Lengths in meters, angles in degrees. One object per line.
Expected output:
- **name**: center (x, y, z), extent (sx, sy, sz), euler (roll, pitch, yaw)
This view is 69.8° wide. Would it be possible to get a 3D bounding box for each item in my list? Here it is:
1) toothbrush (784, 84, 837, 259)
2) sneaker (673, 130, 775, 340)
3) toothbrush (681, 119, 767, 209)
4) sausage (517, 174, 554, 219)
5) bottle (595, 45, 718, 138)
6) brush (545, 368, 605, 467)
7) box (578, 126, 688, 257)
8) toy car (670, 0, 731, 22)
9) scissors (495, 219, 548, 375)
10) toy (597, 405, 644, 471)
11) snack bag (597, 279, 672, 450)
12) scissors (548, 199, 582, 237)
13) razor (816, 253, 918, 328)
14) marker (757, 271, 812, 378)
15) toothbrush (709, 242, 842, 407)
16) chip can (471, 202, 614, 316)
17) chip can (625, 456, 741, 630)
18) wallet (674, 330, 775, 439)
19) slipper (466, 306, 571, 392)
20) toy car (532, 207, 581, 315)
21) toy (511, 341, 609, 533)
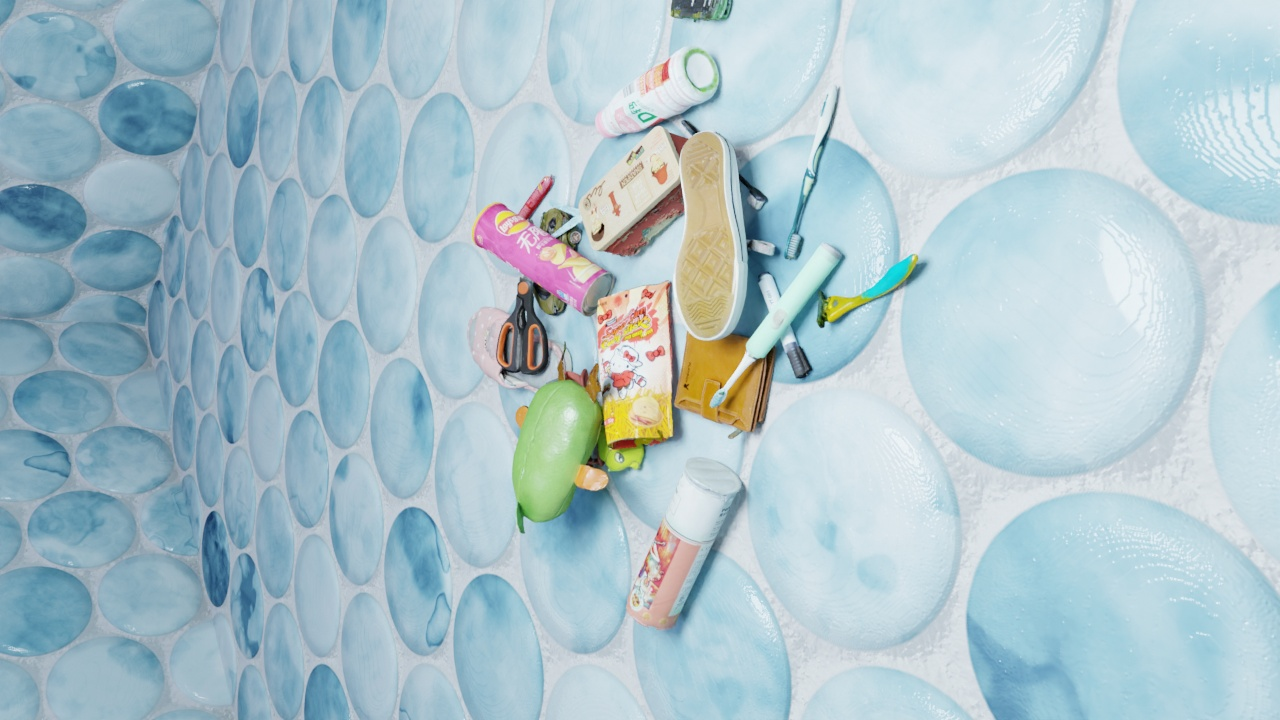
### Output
- **toothbrush**: center (0.187, -0.202, 0.997), extent (0.018, 0.016, 0.192), euler (25, 109, 36)
- **sneaker**: center (0.093, -0.139, 1.052), extent (0.118, 0.087, 0.241), euler (-7, 80, 35)
- **toothbrush**: center (0.096, -0.239, 1.104), extent (0.181, 0.015, 0.018), euler (55, 137, 34)
- **sausage**: center (-0.173, -0.233, 1.416), extent (0.156, 0.020, 0.020), euler (-47, 56, 38)
- **bottle**: center (0.013, -0.331, 1.167), extent (0.197, 0.068, 0.068), euler (-13, 80, 52)
- **brush**: center (-0.090, 0.084, 1.287), extent (0.069, 0.063, 0.145), euler (-16, 74, 17)
- **box**: center (0.009, -0.207, 1.169), extent (0.169, 0.079, 0.091), euler (-37, 61, 36)
- **toy car**: center (0.072, -0.436, 1.119), extent (0.091, 0.036, 0.043), euler (29, 112, 45)
- **scissors**: center (-0.154, -0.091, 1.339), extent (0.137, 0.021, 0.235), euler (27, 102, 26)
- **toy**: center (-0.030, 0.099, 1.231), extent (0.097, 0.031, 0.100), euler (24, 100, 33)
- **snack bag**: center (-0.007, 0.007, 1.184), extent (0.129, 0.073, 0.207), euler (-16, 71, 40)
- **scissors**: center (-0.075, -0.209, 1.279), extent (0.133, 0.017, 0.125), euler (27, 104, 26)
- **razor**: center (0.232, -0.074, 0.933), extent (0.133, 0.028, 0.043), euler (-33, 34, 47)
- **marker**: center (0.160, -0.041, 1.025), extent (0.023, 0.018, 0.130), euler (-26, 69, 24)
- **toothbrush**: center (0.143, -0.034, 1.007), extent (0.026, 0.027, 0.225), euler (40, 111, 12)
- **chip can**: center (-0.137, -0.143, 1.280), extent (0.210, 0.071, 0.071), euler (34, 116, 22)
- **chip can**: center (0.050, 0.224, 1.109), extent (0.071, 0.071, 0.215), euler (43, 121, 41)
- **wallet**: center (0.098, 0.026, 1.089), extent (0.131, 0.035, 0.119), euler (17, 95, 48)
- **slipper**: center (-0.203, -0.013, 1.419), extent (0.275, 0.054, 0.114), euler (25, 108, 45)
- **toy car**: center (-0.128, -0.144, 1.346), extent (0.070, 0.042, 0.158), euler (21, 108, 48)
- **toy**: center (-0.108, 0.104, 1.203), extent (0.227, 0.089, 0.247), euler (34, 107, 52)
